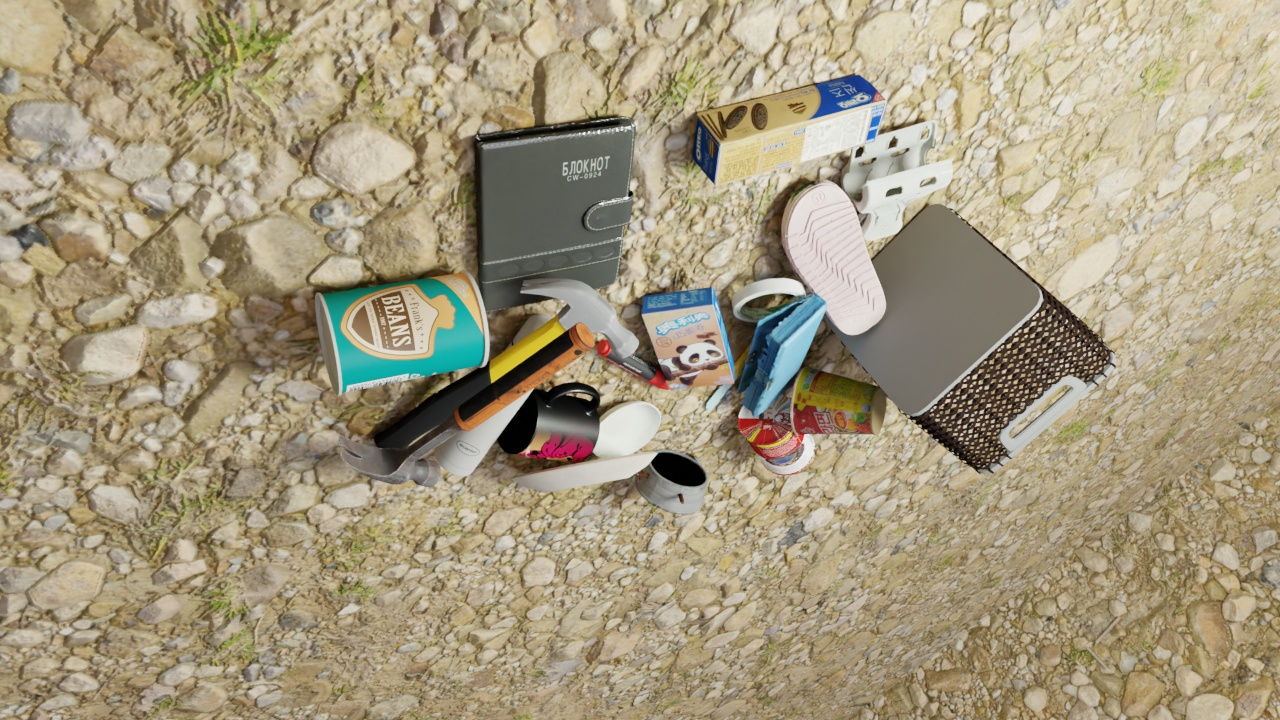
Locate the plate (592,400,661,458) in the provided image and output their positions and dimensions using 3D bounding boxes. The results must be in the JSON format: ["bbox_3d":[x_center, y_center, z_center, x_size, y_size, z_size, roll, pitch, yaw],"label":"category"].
[{"bbox_3d":[-0.024,0.087,1.230,0.104,0.026,0.104,-19,139,-17],"label":"plate"}]

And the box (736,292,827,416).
[{"bbox_3d":[0.180,-0.009,1.215,0.093,0.054,0.232,-43,163,-18],"label":"box"}]

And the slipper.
[{"bbox_3d":[0.235,-0.129,1.146,0.094,0.064,0.239,-33,129,5],"label":"slipper"}]

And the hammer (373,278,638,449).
[{"bbox_3d":[-0.167,0.018,1.003,0.324,0.029,0.127,-32,115,19],"label":"hammer"}]

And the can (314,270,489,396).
[{"bbox_3d":[-0.233,-0.028,0.899,0.143,0.099,0.099,-12,138,-25],"label":"can"}]

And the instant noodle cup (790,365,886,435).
[{"bbox_3d":[0.278,0.064,1.280,0.100,0.113,0.100,-23,117,-56],"label":"instant noodle cup"}]

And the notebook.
[{"bbox_3d":[-0.087,-0.145,0.935,0.169,0.029,0.209,-13,141,-20],"label":"notebook"}]

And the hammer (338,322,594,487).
[{"bbox_3d":[-0.177,0.047,0.949,0.315,0.035,0.137,-33,147,28],"label":"hammer"}]

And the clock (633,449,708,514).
[{"bbox_3d":[0.053,0.170,1.326,0.147,0.104,0.056,-29,144,-58],"label":"clock"}]

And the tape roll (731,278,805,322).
[{"bbox_3d":[0.162,-0.075,1.158,0.094,0.018,0.094,-6,159,-3],"label":"tape roll"}]

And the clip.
[{"bbox_3d":[0.307,-0.202,1.105,0.126,0.099,0.152,-16,129,-16],"label":"clip"}]

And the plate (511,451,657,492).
[{"bbox_3d":[-0.070,0.146,1.176,0.189,0.027,0.189,-10,173,-1],"label":"plate"}]

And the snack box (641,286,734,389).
[{"bbox_3d":[0.061,-0.024,1.128,0.087,0.034,0.151,-7,140,12],"label":"snack box"}]

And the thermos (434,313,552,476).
[{"bbox_3d":[-0.162,0.040,1.061,0.052,0.052,0.225,14,123,-43],"label":"thermos"}]

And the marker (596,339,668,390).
[{"bbox_3d":[-0.007,0.007,1.159,0.024,0.021,0.145,-17,151,31],"label":"marker"}]

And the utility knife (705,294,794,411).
[{"bbox_3d":[0.153,-0.008,1.262,0.030,0.019,0.218,16,125,-35],"label":"utility knife"}]

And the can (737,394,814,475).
[{"bbox_3d":[0.203,0.110,1.363,0.086,0.086,0.116,-35,142,3],"label":"can"}]

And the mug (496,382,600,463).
[{"bbox_3d":[-0.101,0.067,1.104,0.098,0.081,0.118,15,131,-44],"label":"mug"}]

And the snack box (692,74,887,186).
[{"bbox_3d":[0.158,-0.246,0.972,0.206,0.057,0.056,-19,144,-18],"label":"snack box"}]

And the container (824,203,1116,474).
[{"bbox_3d":[0.438,-0.031,1.251,0.248,0.245,0.243,-47,137,17],"label":"container"}]
